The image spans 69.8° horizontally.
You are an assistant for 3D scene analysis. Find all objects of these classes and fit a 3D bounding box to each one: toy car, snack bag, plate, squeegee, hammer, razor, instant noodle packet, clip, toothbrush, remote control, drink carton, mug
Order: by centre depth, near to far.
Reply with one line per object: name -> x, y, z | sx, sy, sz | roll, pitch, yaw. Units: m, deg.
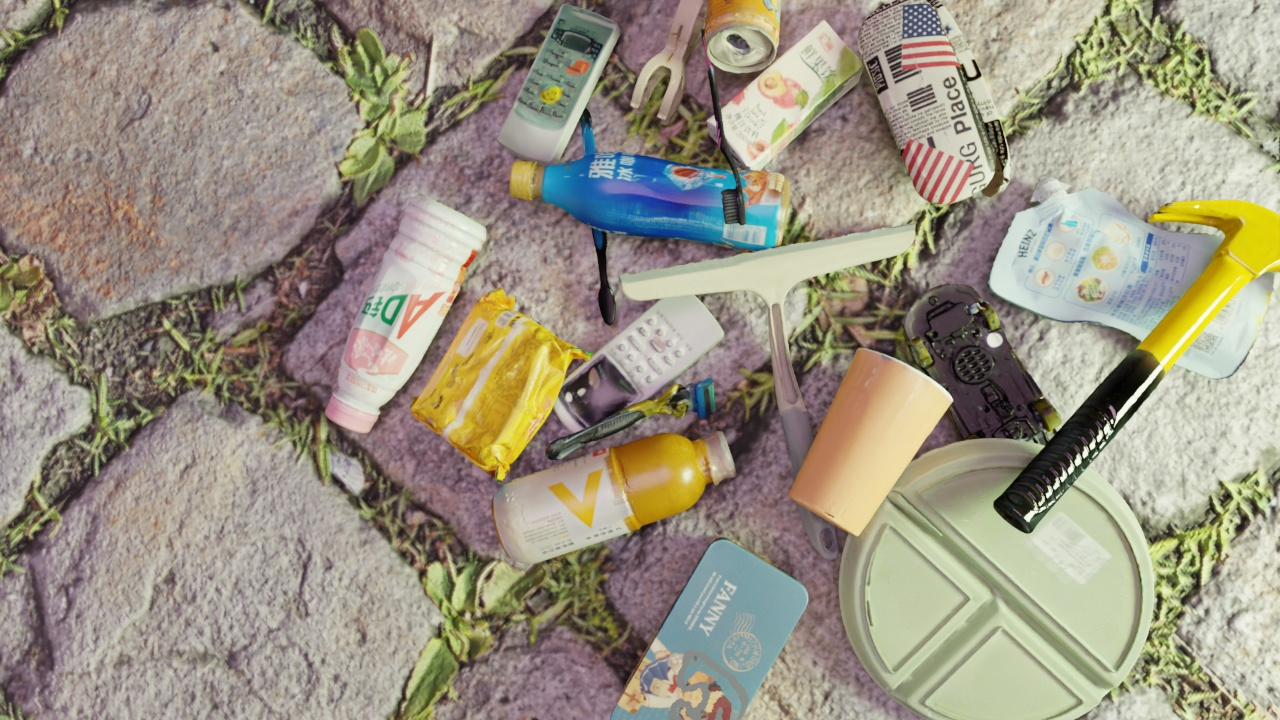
hammer -> 0.358, 0.003, 0.650 | 0.129, 0.033, 0.300 | 42, 83, 13
mug -> 0.164, 0.062, 0.675 | 0.078, 0.078, 0.122 | 30, 87, 8
plate -> 0.264, 0.172, 0.680 | 0.230, 0.027, 0.230 | 1, 96, 5
snack bag -> 0.373, -0.066, 0.702 | 0.191, 0.039, 0.110 | 22, 91, 9
toy car -> 0.260, 0.014, 0.703 | 0.070, 0.042, 0.158 | -28, 88, 7
toothbrush -> 0.059, -0.184, 0.709 | 0.018, 0.014, 0.189 | -10, 65, 5
squeegee -> 0.122, 0.033, 0.722 | 0.246, 0.039, 0.246 | -12, 90, -13
razor -> -0.009, 0.047, 0.726 | 0.142, 0.043, 0.022 | -20, 49, -6
drink carton -> 0.116, -0.209, 0.739 | 0.122, 0.045, 0.053 | -41, 83, 2
instant noodle packet -> -0.114, 0.017, 0.740 | 0.111, 0.044, 0.128 | 33, 87, 24
remote control -> -0.004, 0.004, 0.747 | 0.150, 0.021, 0.058 | -41, 82, 1
clip -> 0.027, -0.246, 0.755 | 0.035, 0.072, 0.100 | 26, 91, 8
toothbrush -> -0.036, -0.121, 0.768 | 0.014, 0.016, 0.189 | -9, 81, 10
remote control -> -0.069, -0.231, 0.773 | 0.056, 0.019, 0.135 | 26, 88, 15

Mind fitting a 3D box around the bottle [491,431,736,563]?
bottle -> -0.020, 0.102, 0.716 | 0.189, 0.068, 0.068 | -19, 83, 4

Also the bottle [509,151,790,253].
bottle -> 0.006, -0.129, 0.729 | 0.219, 0.065, 0.065 | 8, 86, 4

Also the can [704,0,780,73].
can -> 0.084, -0.305, 0.729 | 0.058, 0.058, 0.145 | 3, 71, 7

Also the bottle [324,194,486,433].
bottle -> -0.198, -0.036, 0.752 | 0.068, 0.068, 0.197 | 28, 92, 8

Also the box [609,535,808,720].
box -> 0.056, 0.218, 0.701 | 0.090, 0.062, 0.184 | 28, 90, 7

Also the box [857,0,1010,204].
box -> 0.224, -0.197, 0.709 | 0.086, 0.075, 0.162 | -17, 85, -3
